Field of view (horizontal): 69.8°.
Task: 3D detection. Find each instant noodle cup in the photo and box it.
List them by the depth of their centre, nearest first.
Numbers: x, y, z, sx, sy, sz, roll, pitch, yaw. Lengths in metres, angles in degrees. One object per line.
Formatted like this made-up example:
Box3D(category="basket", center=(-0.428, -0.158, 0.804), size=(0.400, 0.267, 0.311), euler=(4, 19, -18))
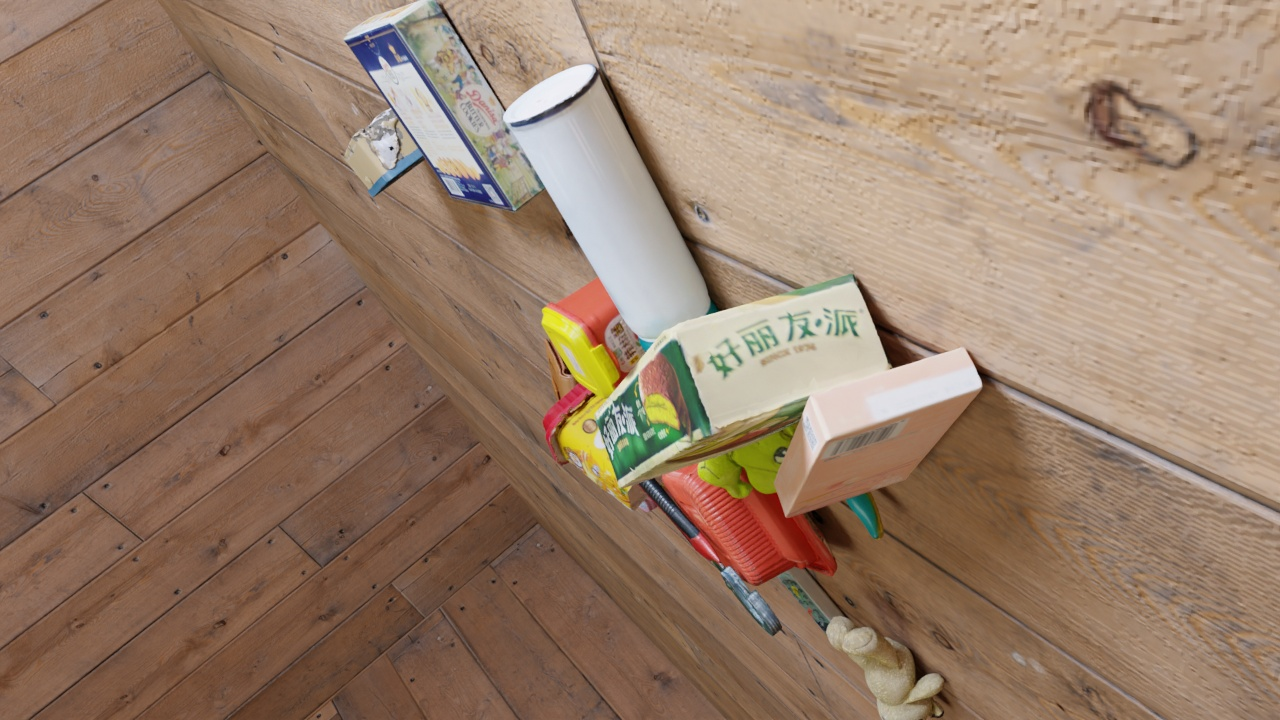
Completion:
Box3D(category="instant noodle cup", center=(0.088, 0.134, 0.852), size=(0.164, 0.079, 0.189), euler=(55, 170, -3))
Box3D(category="instant noodle cup", center=(-0.027, 0.089, 1.005), size=(0.123, 0.116, 0.116), euler=(42, 163, 22))

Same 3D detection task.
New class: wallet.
Box3D(category="wallet", center=(-0.090, 0.047, 1.167), size=(0.107, 0.031, 0.132), euler=(-122, 20, -54))

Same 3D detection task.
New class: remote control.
Box3D(category="remote control", center=(0.179, 0.250, 0.977), size=(0.135, 0.019, 0.056), euler=(50, 165, 2))

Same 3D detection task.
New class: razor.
Box3D(category="razor", center=(0.133, 0.073, 0.665), size=(0.132, 0.028, 0.043), euler=(51, 153, 18))

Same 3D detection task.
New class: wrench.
Box3D(category="wrench", center=(0.043, 0.156, 0.851), size=(0.273, 0.016, 0.056), euler=(44, 165, 44))

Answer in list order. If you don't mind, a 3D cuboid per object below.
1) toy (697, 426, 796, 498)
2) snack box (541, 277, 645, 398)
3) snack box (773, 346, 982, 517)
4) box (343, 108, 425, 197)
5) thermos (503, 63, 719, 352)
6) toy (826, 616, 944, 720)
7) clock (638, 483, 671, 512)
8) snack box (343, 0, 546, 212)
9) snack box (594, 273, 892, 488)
Box3D(category="toy", center=(0.093, 0.079, 0.735), size=(0.100, 0.031, 0.097), euler=(12, 130, 21))
Box3D(category="snack box", center=(-0.031, -0.024, 0.810), size=(0.082, 0.080, 0.091), euler=(29, 155, 52))
Box3D(category="snack box", center=(0.126, 0.046, 0.515), size=(0.157, 0.084, 0.026), euler=(88, 164, -67))
Box3D(category="box", center=(-0.268, -0.229, 0.995), size=(0.060, 0.089, 0.184), euler=(53, 167, -14))
Box3D(category="thermos", center=(-0.010, -0.085, 0.630), size=(0.073, 0.073, 0.224), euler=(28, 154, 55))
Box3D(category="toy", center=(0.225, 0.289, 0.850), size=(0.105, 0.066, 0.157), euler=(1, 139, 48))
Box3D(category="clock", center=(-0.002, 0.129, 1.131), size=(0.117, 0.059, 0.159), euler=(47, 164, 10))
Box3D(category="snack box", center=(-0.176, -0.224, 0.821), size=(0.178, 0.045, 0.182), euler=(25, 151, 58))
Box3D(category="snack box", center=(0.050, 0.025, 0.581), size=(0.240, 0.114, 0.063), euler=(129, 123, -72))
